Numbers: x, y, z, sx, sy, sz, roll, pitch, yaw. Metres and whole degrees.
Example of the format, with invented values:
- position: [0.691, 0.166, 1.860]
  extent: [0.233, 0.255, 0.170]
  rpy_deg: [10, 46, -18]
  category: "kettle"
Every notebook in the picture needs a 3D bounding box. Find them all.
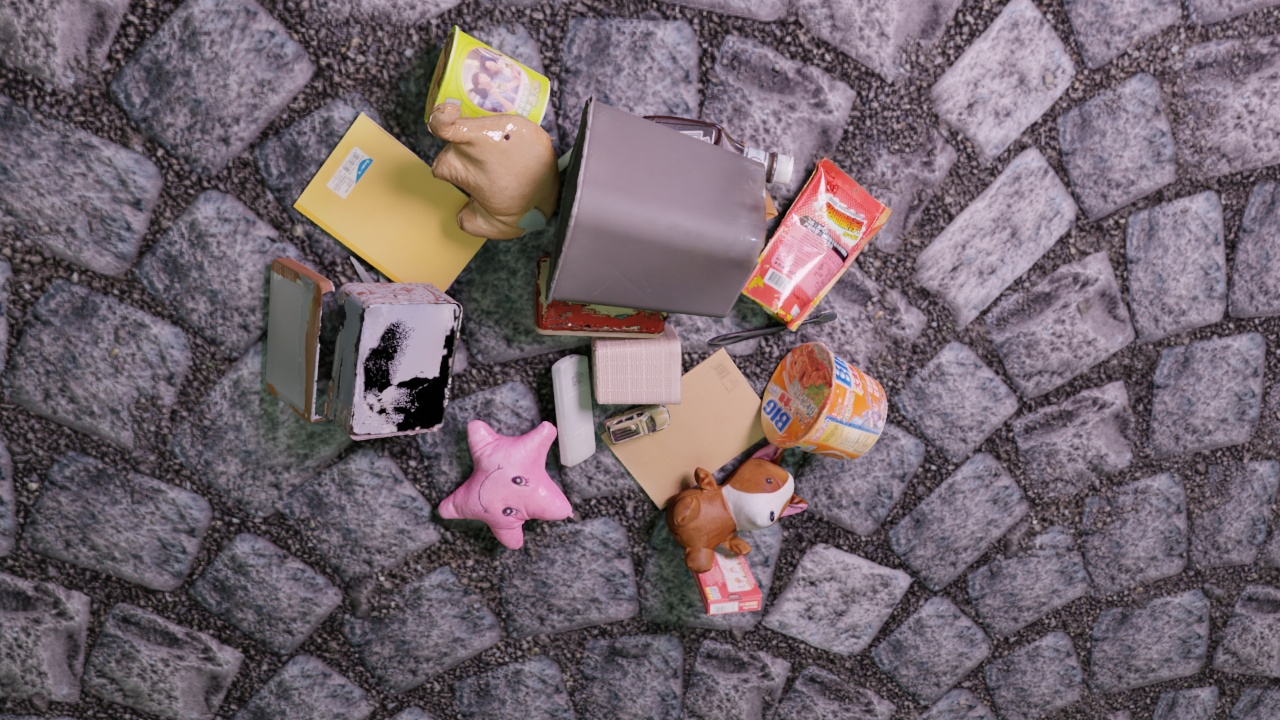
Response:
- position: [0.071, 0.098, 1.292]
  extent: [0.211, 0.012, 0.149]
  rpy_deg: [-36, 110, 4]
  category: "notebook"
- position: [-0.297, -0.180, 1.125]
  extent: [0.206, 0.010, 0.146]
  rpy_deg: [38, 102, -16]
  category: "notebook"

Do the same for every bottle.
- position: [0.090, -0.251, 1.133]
  extent: [0.195, 0.044, 0.080]
  rpy_deg: [10, 100, 0]
  category: "bottle"

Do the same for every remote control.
- position: [-0.090, 0.067, 1.234]
  extent: [0.058, 0.021, 0.150]
  rpy_deg: [-26, 119, -48]
  category: "remote control"

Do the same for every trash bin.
- position: [0.016, -0.163, 1.064]
  extent: [0.219, 0.198, 0.200]
  rpy_deg: [11, 145, -10]
  category: "trash bin"

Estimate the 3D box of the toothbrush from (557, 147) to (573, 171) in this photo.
- position: [-0.098, -0.242, 1.141]
  extent: [0.189, 0.020, 0.029]
  rpy_deg: [-40, 151, 5]
  category: "toothbrush"

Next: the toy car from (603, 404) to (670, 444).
- position: [-0.002, 0.086, 1.254]
  extent: [0.090, 0.035, 0.042]
  rpy_deg: [-19, 110, -4]
  category: "toy car"

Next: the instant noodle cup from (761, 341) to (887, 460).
- position: [0.253, 0.063, 1.243]
  extent: [0.111, 0.151, 0.151]
  rpy_deg: [22, 104, -25]
  category: "instant noodle cup"

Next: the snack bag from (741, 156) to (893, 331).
- position: [0.226, -0.148, 1.208]
  extent: [0.128, 0.073, 0.208]
  rpy_deg: [32, 96, -23]
  category: "snack bag"

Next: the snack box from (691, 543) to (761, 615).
- position: [0.114, 0.300, 1.293]
  extent: [0.075, 0.152, 0.025]
  rpy_deg: [-4, 112, -8]
  category: "snack box"

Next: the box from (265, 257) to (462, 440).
- position: [-0.341, -0.019, 1.136]
  extent: [0.157, 0.205, 0.181]
  rpy_deg: [-8, 115, -46]
  category: "box"

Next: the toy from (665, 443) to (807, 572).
- position: [0.136, 0.203, 1.284]
  extent: [0.199, 0.130, 0.140]
  rpy_deg: [-23, 113, -15]
  category: "toy"

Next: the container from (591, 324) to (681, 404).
- position: [-0.007, 0.007, 1.208]
  extent: [0.111, 0.089, 0.090]
  rpy_deg: [-3, 110, -5]
  category: "container"

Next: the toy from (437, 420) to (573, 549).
- position: [-0.168, 0.164, 1.237]
  extent: [0.178, 0.074, 0.195]
  rpy_deg: [23, 106, -3]
  category: "toy"

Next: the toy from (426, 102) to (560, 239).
- position: [-0.163, -0.225, 1.036]
  extent: [0.143, 0.082, 0.226]
  rpy_deg: [-27, 148, -5]
  category: "toy"

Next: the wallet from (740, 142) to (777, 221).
- position: [0.098, -0.201, 1.183]
  extent: [0.132, 0.031, 0.108]
  rpy_deg: [-29, 110, 3]
  category: "wallet"

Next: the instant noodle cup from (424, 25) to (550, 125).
- position: [-0.174, -0.309, 1.063]
  extent: [0.123, 0.111, 0.112]
  rpy_deg: [16, 105, -23]
  category: "instant noodle cup"

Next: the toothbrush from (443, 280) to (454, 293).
- position: [-0.204, -0.158, 1.154]
  extent: [0.014, 0.016, 0.189]
  rpy_deg: [32, 103, -8]
  category: "toothbrush"

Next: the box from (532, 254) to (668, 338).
- position: [-0.048, -0.084, 1.153]
  extent: [0.168, 0.091, 0.077]
  rpy_deg: [1, 141, -10]
  category: "box"

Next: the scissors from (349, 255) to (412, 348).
- position: [-0.313, -0.055, 1.175]
  extent: [0.165, 0.014, 0.163]
  rpy_deg: [21, 102, -14]
  category: "scissors"

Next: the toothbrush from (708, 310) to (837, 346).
- position: [0.181, -0.044, 1.259]
  extent: [0.181, 0.018, 0.016]
  rpy_deg: [-13, 111, -3]
  category: "toothbrush"
